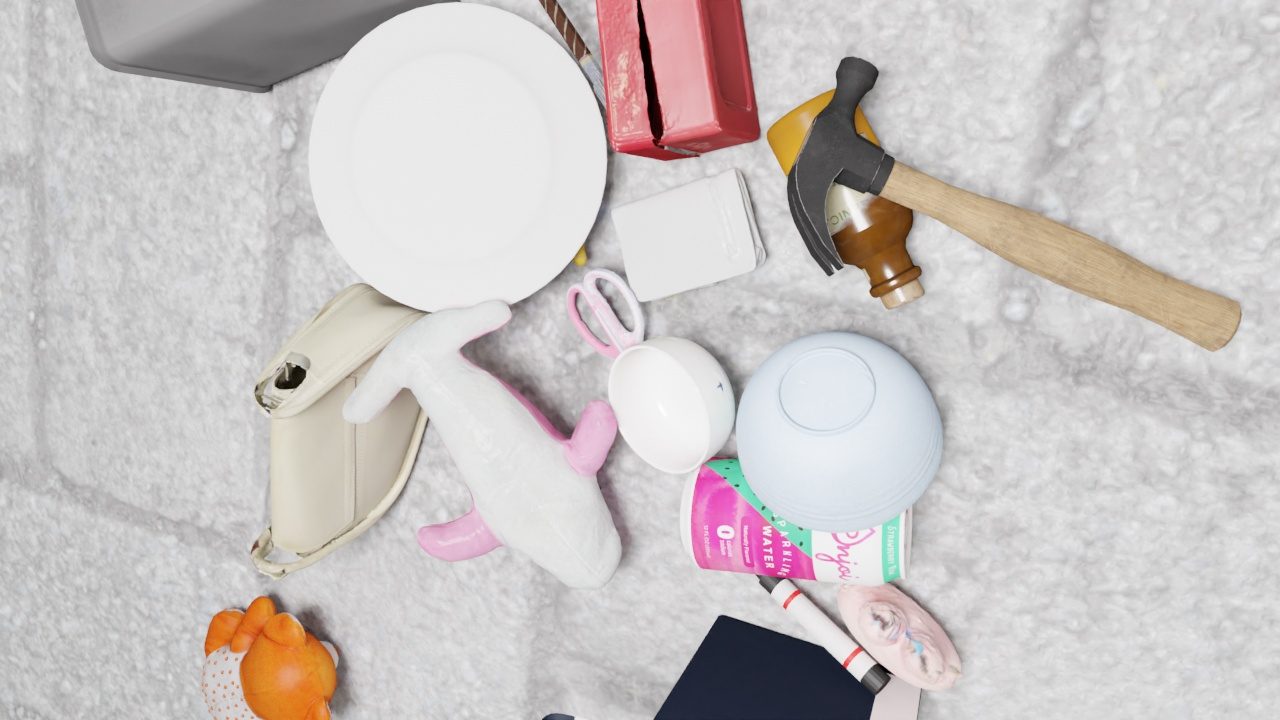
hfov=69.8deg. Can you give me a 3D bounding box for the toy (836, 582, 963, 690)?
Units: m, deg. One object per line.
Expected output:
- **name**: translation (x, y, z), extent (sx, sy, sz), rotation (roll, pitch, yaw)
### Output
- **toy**: translation (0.193, 0.205, 0.683), extent (0.108, 0.105, 0.053), rotation (42, 91, 17)

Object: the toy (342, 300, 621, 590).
- **toy**: translation (-0.112, 0.077, 0.760), extent (0.186, 0.128, 0.265), rotation (-37, 103, -2)

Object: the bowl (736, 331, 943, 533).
- **bowl**: translation (0.134, 0.037, 0.647), extent (0.151, 0.075, 0.150), rotation (-10, 57, 15)

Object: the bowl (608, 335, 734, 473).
- **bowl**: translation (0.029, 0.029, 0.709), extent (0.105, 0.054, 0.105), rotation (25, 128, 37)

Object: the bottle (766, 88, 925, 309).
- **bottle**: translation (0.154, -0.110, 0.656), extent (0.068, 0.067, 0.157), rotation (-28, 89, 23)

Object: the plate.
- **plate**: translation (-0.147, -0.157, 0.718), extent (0.242, 0.016, 0.242), rotation (1, 95, 7)

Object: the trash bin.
- **trash bin**: translation (-0.290, -0.300, 0.728), extent (0.220, 0.191, 0.097), rotation (-13, 95, 21)

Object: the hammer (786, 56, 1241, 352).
- **hammer**: translation (0.246, -0.078, 0.605), extent (0.305, 0.040, 0.132), rotation (24, 86, 0)

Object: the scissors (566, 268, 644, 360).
- **scissors**: translation (-0.002, 0.004, 0.760), extent (0.077, 0.017, 0.174), rotation (-30, 93, 45)

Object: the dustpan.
- **dustpan**: translation (0.053, 0.284, 0.679), extent (0.273, 0.235, 0.080), rotation (13, 105, 18)

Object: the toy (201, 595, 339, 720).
- **toy**: translation (-0.371, 0.322, 0.936), extent (0.173, 0.092, 0.163), rotation (-22, 89, 36)

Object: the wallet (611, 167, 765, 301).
- **wallet**: translation (0.039, -0.097, 0.723), extent (0.116, 0.032, 0.086), rotation (-10, 95, 31)

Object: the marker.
- **marker**: translation (0.136, 0.205, 0.730), extent (0.145, 0.019, 0.019), rotation (41, 113, 31)

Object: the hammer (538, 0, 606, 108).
- **hammer**: translation (-0.093, -0.308, 0.697), extent (0.322, 0.098, 0.044), rotation (57, 158, 4)

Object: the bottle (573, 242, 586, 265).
- **bottle**: translation (-0.071, -0.147, 0.746), extent (0.051, 0.051, 0.146), rotation (-17, 93, 23)

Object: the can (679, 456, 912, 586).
- **can**: translation (0.119, 0.122, 0.702), extent (0.166, 0.088, 0.088), rotation (1, 100, 21)

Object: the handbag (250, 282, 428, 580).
- **handbag**: translation (-0.281, 0.050, 0.805), extent (0.132, 0.183, 0.230), rotation (24, 124, 18)

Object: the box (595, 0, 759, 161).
- **box**: translation (0.020, -0.225, 0.654), extent (0.087, 0.129, 0.158), rotation (-6, 97, 23)
